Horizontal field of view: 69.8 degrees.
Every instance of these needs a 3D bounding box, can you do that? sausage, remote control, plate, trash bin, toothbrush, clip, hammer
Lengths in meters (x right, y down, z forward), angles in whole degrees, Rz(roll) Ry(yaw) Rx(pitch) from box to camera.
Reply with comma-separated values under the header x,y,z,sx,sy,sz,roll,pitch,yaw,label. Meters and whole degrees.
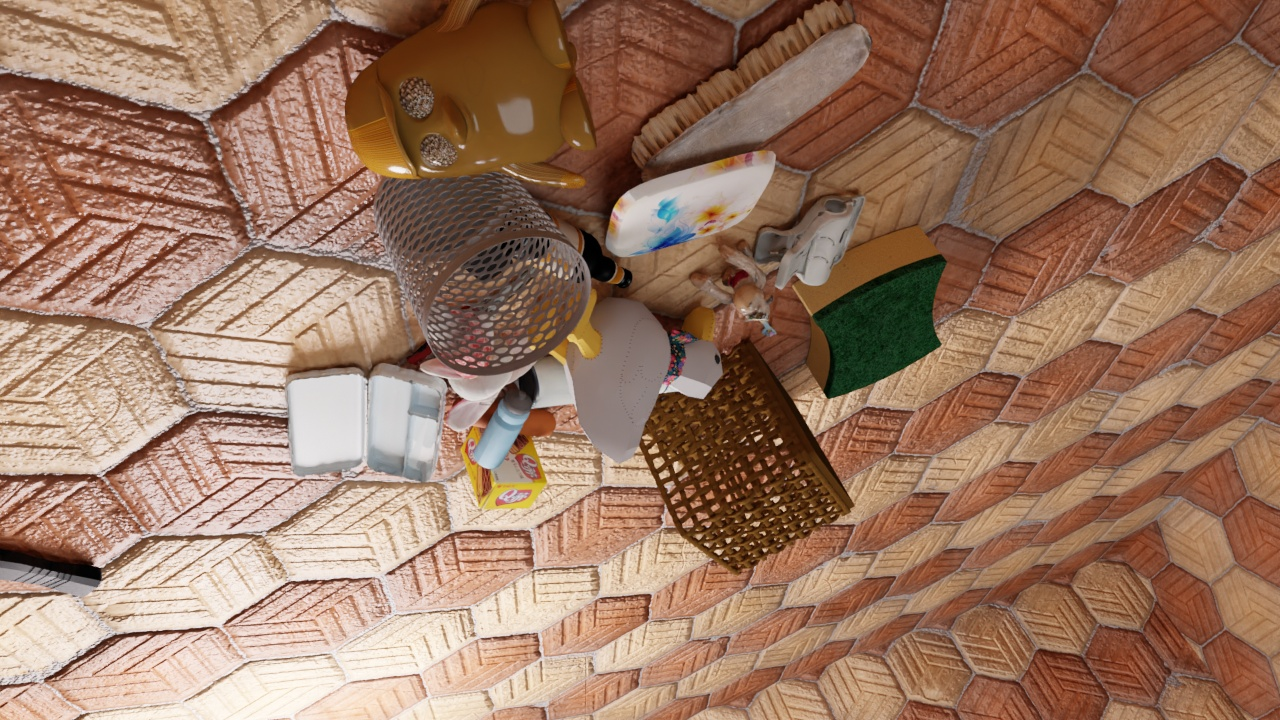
x,y,z,sx,sy,sz,roll,pitch,yaw,label
-0.178,0.076,1.230,0.164,0.044,0.039,15,93,-44,sausage
-0.192,-0.129,0.980,0.045,0.008,0.146,-33,145,11,remote control
0.055,-0.166,1.017,0.186,0.016,0.187,-17,168,-12,plate
-0.157,-0.104,0.867,0.156,0.183,0.157,-22,141,-19,trash bin
0.158,-0.071,1.271,0.022,0.016,0.155,3,157,28,toothbrush
0.220,-0.147,1.178,0.143,0.074,0.125,-22,144,-24,clip
-0.783,0.224,1.053,0.131,0.039,0.328,-33,146,12,hammer

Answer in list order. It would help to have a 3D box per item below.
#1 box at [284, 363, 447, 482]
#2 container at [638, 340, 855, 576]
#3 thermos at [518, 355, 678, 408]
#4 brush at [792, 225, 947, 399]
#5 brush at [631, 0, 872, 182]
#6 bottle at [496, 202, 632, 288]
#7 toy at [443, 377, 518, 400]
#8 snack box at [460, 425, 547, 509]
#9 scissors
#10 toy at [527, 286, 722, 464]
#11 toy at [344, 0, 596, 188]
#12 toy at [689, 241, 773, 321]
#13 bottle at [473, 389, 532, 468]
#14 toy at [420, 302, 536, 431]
x,y,z,sx,sy,sz,roll,pitch,yaw,label
-0.340,0.081,1.139,0.192,0.061,0.210,6,137,-10,box
0.154,0.152,1.383,0.214,0.219,0.251,-32,145,9,container
-0.044,0.020,1.220,0.229,0.068,0.068,-5,141,-26,thermos
0.336,-0.064,1.340,0.195,0.075,0.250,-25,146,0,brush
0.112,-0.266,0.946,0.272,0.056,0.083,-33,150,13,brush
-0.075,-0.118,1.024,0.059,0.059,0.181,-43,142,23,bottle
-0.206,0.029,1.154,0.055,0.041,0.102,-51,135,-2,toy
-0.188,0.144,1.259,0.083,0.105,0.061,4,136,-36,snack box
-0.198,-0.050,1.077,0.146,0.015,0.188,-2,138,-30,scissors
-0.007,0.006,1.131,0.267,0.246,0.141,29,153,-34,toy
-0.151,-0.218,0.772,0.203,0.162,0.199,-15,115,5,toy
0.124,-0.088,1.156,0.074,0.106,0.085,-16,158,-51,toy
-0.174,0.085,1.170,0.040,0.040,0.130,3,135,-35,bottle
-0.193,-0.001,1.057,0.159,0.084,0.194,-50,151,-8,toy
